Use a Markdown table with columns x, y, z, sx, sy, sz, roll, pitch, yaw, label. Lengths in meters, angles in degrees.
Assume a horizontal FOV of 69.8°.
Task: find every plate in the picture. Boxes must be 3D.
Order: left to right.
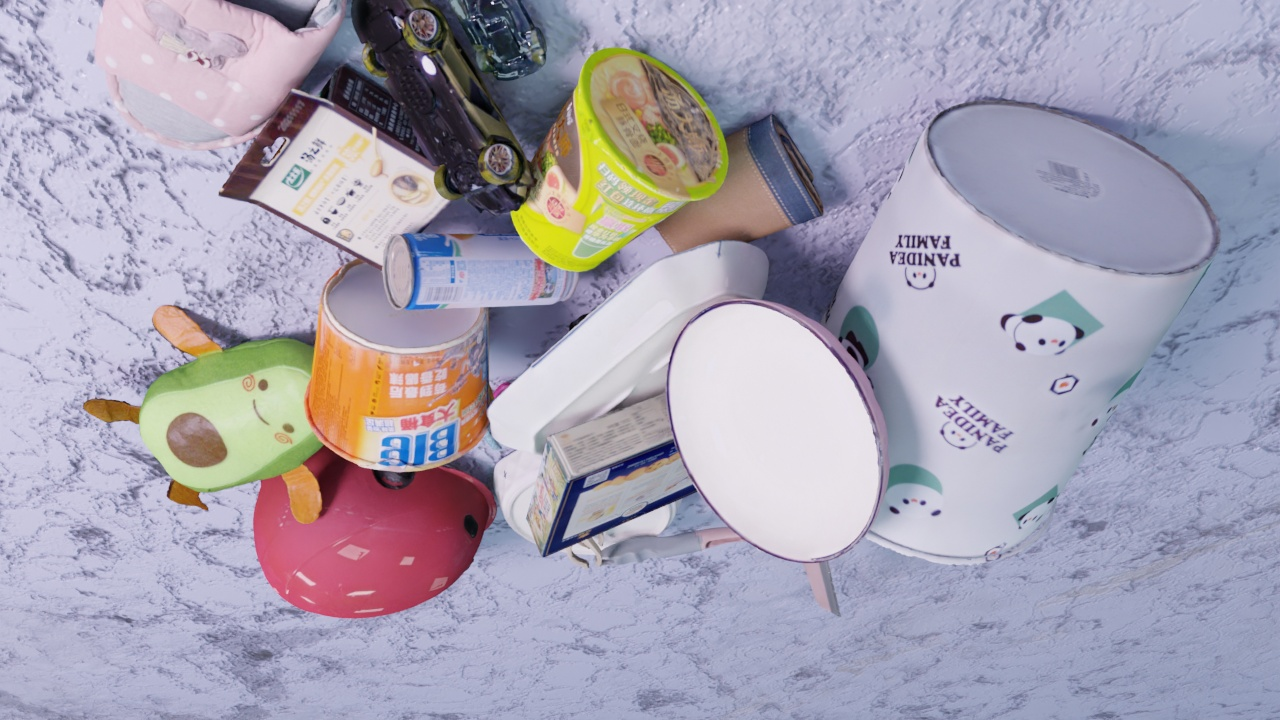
| x | y | z | sx | sy | sz | roll | pitch | yaw | label |
| --- | --- | --- | --- | --- | --- | --- | --- | --- | --- |
| -0.054 | 0.146 | 0.967 | 0.205 | 0.045 | 0.205 | 0 | 141 | 0 | plate |
| -0.004 | 0.004 | 0.725 | 0.266 | 0.034 | 0.161 | -39 | 155 | 23 | plate |
| 0.097 | 0.046 | 0.643 | 0.038 | 0.192 | 0.193 | -22 | 155 | -38 | plate |

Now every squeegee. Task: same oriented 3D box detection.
| x | y | z | sx | sy | sz | roll | pitch | yaw | label |
| --- | --- | --- | --- | --- | --- | --- | --- | --- | --- |
| 0.070 | 0.193 | 0.963 | 0.250 | 0.040 | 0.248 | -7 | 134 | 14 | squeegee |

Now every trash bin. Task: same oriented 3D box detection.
| x | y | z | sx | sy | sz | roll | pitch | yaw | label |
| --- | --- | --- | --- | --- | --- | --- | --- | --- | --- |
| 0.238 | -0.022 | 0.640 | 0.229 | 0.229 | 0.253 | 6 | 135 | -8 | trash bin |

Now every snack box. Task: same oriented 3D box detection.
| x | y | z | sx | sy | sz | roll | pitch | yaw | label |
| --- | --- | --- | --- | --- | --- | --- | --- | --- | --- |
| -0.198 | -0.129 | 0.624 | 0.125 | 0.053 | 0.113 | 30 | 132 | -32 | snack box |
| -0.004 | 0.092 | 0.802 | 0.177 | 0.045 | 0.183 | -19 | 156 | -24 | snack box |

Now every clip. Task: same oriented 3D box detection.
| x | y | z | sx | sy | sz | roll | pitch | yaw | label |
| --- | --- | --- | --- | --- | --- | --- | --- | --- | --- |
| -0.068 | 0.175 | 0.942 | 0.070 | 0.034 | 0.100 | -14 | 134 | 17 | clip |

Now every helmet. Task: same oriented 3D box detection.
| x | y | z | sx | sy | sz | roll | pitch | yaw | label |
| --- | --- | --- | --- | --- | --- | --- | --- | --- | --- |
| -0.275 | 0.185 | 0.925 | 0.240 | 0.143 | 0.207 | 12 | 138 | -7 | helmet |

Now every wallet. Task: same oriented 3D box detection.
| x | y | z | sx | sy | sz | roll | pitch | yaw | label |
| --- | --- | --- | --- | --- | --- | --- | --- | --- | --- |
| 0.063 | -0.118 | 0.660 | 0.115 | 0.033 | 0.090 | -21 | 134 | 24 | wallet |

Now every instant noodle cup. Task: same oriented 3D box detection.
| x | y | z | sx | sy | sz | roll | pitch | yaw | label |
| --- | --- | --- | --- | --- | --- | --- | --- | --- | --- |
| -0.183 | -0.006 | 0.709 | 0.151 | 0.151 | 0.112 | 7 | 131 | -9 | instant noodle cup |
| -0.024 | -0.120 | 0.603 | 0.111 | 0.111 | 0.124 | 23 | 142 | -27 | instant noodle cup |

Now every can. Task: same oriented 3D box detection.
| x | y | z | sx | sy | sz | roll | pitch | yaw | label |
| --- | --- | --- | --- | --- | --- | --- | --- | --- | --- |
| -0.114 | -0.065 | 0.667 | 0.134 | 0.053 | 0.053 | -5 | 148 | -35 | can |

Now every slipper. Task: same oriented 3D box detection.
| x | y | z | sx | sy | sz | roll | pitch | yaw | label |
| --- | --- | --- | --- | --- | --- | --- | --- | --- | --- |
| -0.230 | -0.208 | 0.527 | 0.114 | 0.054 | 0.275 | 30 | 131 | -32 | slipper |

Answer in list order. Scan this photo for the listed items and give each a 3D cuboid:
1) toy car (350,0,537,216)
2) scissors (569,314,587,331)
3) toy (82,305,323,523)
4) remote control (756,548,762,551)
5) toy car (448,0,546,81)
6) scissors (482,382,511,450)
| x | y | z | sx | sy | sz | roll | pitch | yaw | label |
| --- | --- | --- | --- | --- | --- | --- | --- | --- | --- |
| -0.120 | -0.160 | 0.564 | 0.070 | 0.042 | 0.158 | -1 | 126 | 49 | toy car |
| -0.012 | 0.015 | 0.836 | 0.159 | 0.014 | 0.178 | -8 | 142 | 10 | scissors |
| -0.354 | 0.052 | 0.801 | 0.247 | 0.089 | 0.227 | -23 | 113 | 15 | toy |
| 0.121 | 0.153 | 0.976 | 0.024 | 0.048 | 0.125 | -8 | 140 | 12 | remote control |
| -0.088 | -0.209 | 0.543 | 0.043 | 0.034 | 0.090 | -13 | 138 | 18 | toy car |
| -0.151 | 0.052 | 0.877 | 0.118 | 0.017 | 0.133 | -13 | 143 | 8 | scissors |
